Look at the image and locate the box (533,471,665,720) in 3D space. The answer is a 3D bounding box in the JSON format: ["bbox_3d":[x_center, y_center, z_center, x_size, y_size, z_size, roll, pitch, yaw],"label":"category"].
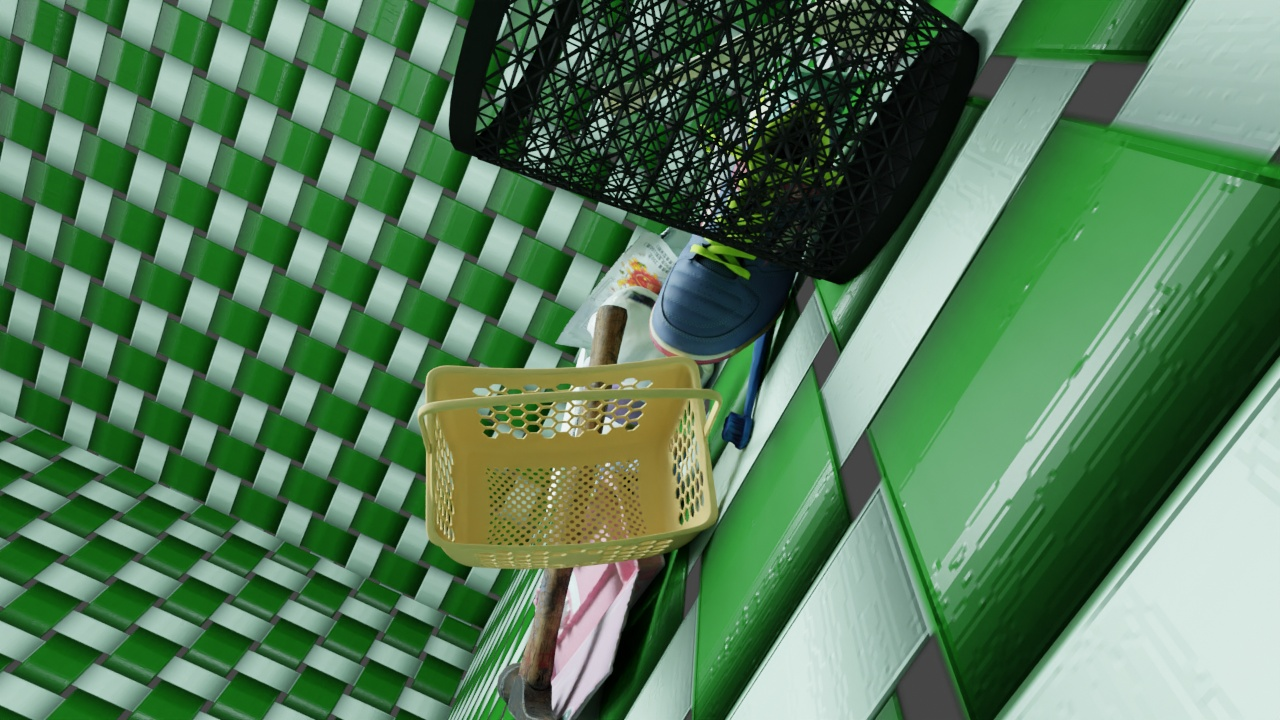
[{"bbox_3d":[-0.042,0.219,0.744,0.234,0.055,0.179,120,159,-45],"label":"box"}]

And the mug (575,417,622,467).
[{"bbox_3d":[-0.034,0.103,1.131,0.124,0.090,0.076,89,-170,-55],"label":"mug"}]

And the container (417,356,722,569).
[{"bbox_3d":[-0.047,0.064,0.602,0.167,0.183,0.129,103,163,-61],"label":"container"}]

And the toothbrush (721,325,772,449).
[{"bbox_3d":[0.083,-0.002,0.673,0.016,0.017,0.189,-61,5,39],"label":"toothbrush"}]

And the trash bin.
[{"bbox_3d":[0.046,-0.171,0.547,0.217,0.243,0.217,-158,94,-87],"label":"trash bin"}]

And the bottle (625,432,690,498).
[{"bbox_3d":[0.009,0.104,0.763,0.131,0.048,0.047,-61,5,44],"label":"bottle"}]

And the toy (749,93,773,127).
[{"bbox_3d":[0.155,-0.251,0.947,0.050,0.087,0.112,44,-132,-48],"label":"toy"}]

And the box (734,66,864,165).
[{"bbox_3d":[0.142,-0.204,0.859,0.079,0.077,0.189,-48,-5,-24],"label":"box"}]

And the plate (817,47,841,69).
[{"bbox_3d":[0.194,-0.291,1.047,0.173,0.019,0.173,-158,94,-86],"label":"plate"}]

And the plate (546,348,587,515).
[{"bbox_3d":[-0.086,0.096,1.225,0.229,0.030,0.229,-169,92,-84],"label":"plate"}]

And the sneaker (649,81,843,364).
[{"bbox_3d":[0.076,-0.105,0.681,0.241,0.116,0.091,-59,-9,-30],"label":"sneaker"}]

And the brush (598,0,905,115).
[{"bbox_3d":[0.089,-0.240,0.703,0.271,0.077,0.062,-23,-23,-18],"label":"brush"}]

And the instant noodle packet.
[{"bbox_3d":[0.016,-0.058,0.977,0.270,0.146,0.057,133,141,-59],"label":"instant noodle packet"}]

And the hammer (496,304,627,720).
[{"bbox_3d":[-0.051,0.115,0.721,0.120,0.033,0.330,167,116,-68],"label":"hammer"}]

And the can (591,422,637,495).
[{"bbox_3d":[-0.010,0.111,0.940,0.059,0.054,0.099,-62,5,19],"label":"can"}]

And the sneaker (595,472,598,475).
[{"bbox_3d":[-0.013,0.046,1.230,0.079,0.087,0.236,-63,-3,-63],"label":"sneaker"}]

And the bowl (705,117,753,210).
[{"bbox_3d":[0.127,-0.230,1.140,0.131,0.064,0.132,14,-91,-80],"label":"bowl"}]

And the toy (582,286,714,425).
[{"bbox_3d":[-0.006,0.005,0.942,0.085,0.137,0.210,-49,-4,-25],"label":"toy"}]
